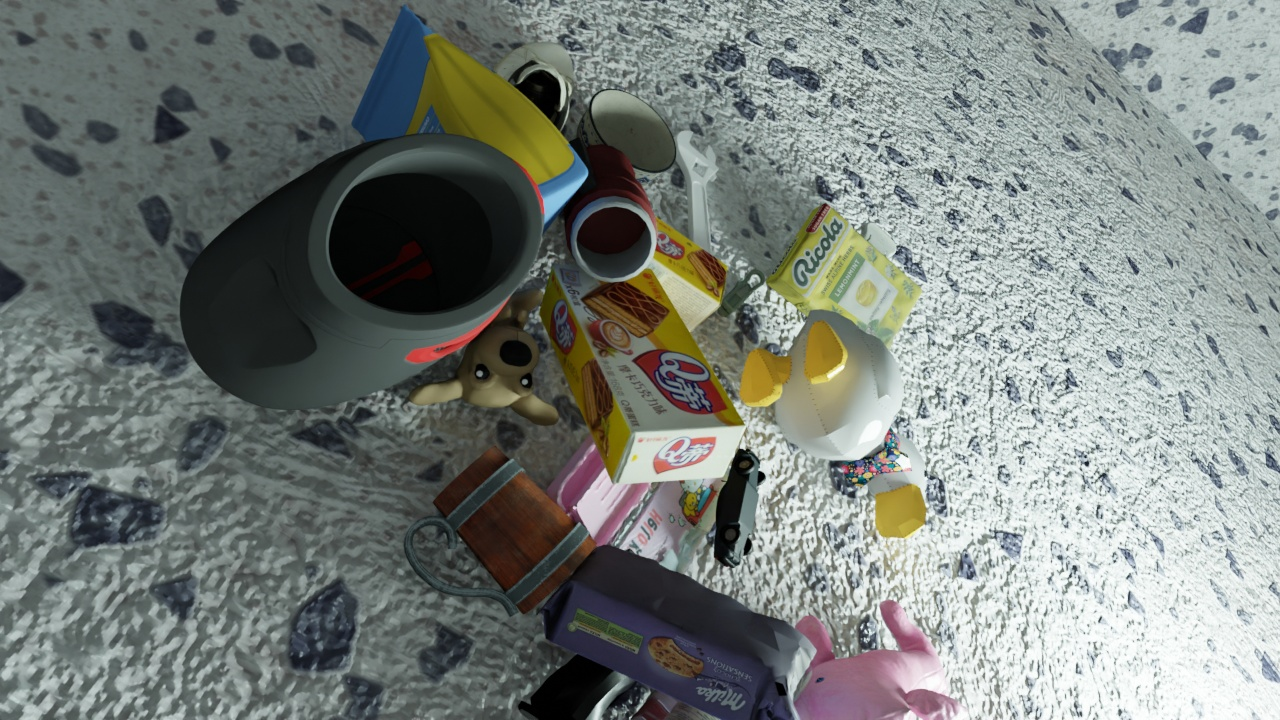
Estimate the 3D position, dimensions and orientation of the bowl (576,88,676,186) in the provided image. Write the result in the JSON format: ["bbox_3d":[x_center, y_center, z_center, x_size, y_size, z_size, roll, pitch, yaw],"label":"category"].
[{"bbox_3d":[-0.023,-0.243,1.040,0.115,0.059,0.115,20,52,-27],"label":"bowl"}]

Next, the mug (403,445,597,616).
[{"bbox_3d":[-0.112,0.140,0.711,0.111,0.082,0.117,47,64,2],"label":"mug"}]

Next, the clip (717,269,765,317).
[{"bbox_3d":[0.115,-0.077,1.064,0.023,0.035,0.074,49,50,-4],"label":"clip"}]

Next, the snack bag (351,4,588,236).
[{"bbox_3d":[-0.168,-0.183,0.815,0.205,0.159,0.102,49,46,1],"label":"snack bag"}]

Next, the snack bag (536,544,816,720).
[{"bbox_3d":[0.032,0.208,0.705,0.205,0.058,0.096,20,18,12],"label":"snack bag"}]

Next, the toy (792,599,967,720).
[{"bbox_3d":[0.224,0.308,0.824,0.265,0.128,0.186,-4,69,-48],"label":"toy"}]

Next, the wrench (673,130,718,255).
[{"bbox_3d":[0.069,-0.169,1.095,0.066,0.018,0.272,18,54,-28],"label":"wrench"}]

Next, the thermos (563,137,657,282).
[{"bbox_3d":[-0.039,-0.159,0.893,0.198,0.084,0.108,-103,167,-62],"label":"thermos"}]

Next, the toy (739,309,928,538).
[{"bbox_3d":[0.227,0.051,0.996,0.267,0.141,0.246,35,42,-40],"label":"toy"}]

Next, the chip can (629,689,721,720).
[{"bbox_3d":[0.038,0.289,0.723,0.228,0.080,0.080,-31,83,-47],"label":"chip can"}]

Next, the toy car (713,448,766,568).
[{"bbox_3d":[0.091,0.140,0.873,0.046,0.034,0.112,48,51,-52],"label":"toy car"}]

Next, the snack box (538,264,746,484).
[{"bbox_3d":[-0.005,0.005,0.821,0.110,0.062,0.230,0,40,-26],"label":"snack box"}]

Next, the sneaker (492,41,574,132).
[{"bbox_3d":[-0.113,-0.284,0.964,0.089,0.103,0.240,31,46,-18],"label":"sneaker"}]

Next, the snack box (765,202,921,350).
[{"bbox_3d":[0.258,-0.091,1.138,0.181,0.045,0.121,38,75,-12],"label":"snack box"}]

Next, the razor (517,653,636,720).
[{"bbox_3d":[-0.026,0.246,0.721,0.155,0.057,0.060,-32,128,-47],"label":"razor"}]

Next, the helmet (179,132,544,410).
[{"bbox_3d":[-0.209,-0.062,0.690,0.263,0.170,0.164,-34,98,-35],"label":"helmet"}]

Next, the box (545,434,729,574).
[{"bbox_3d":[0.005,0.116,0.843,0.154,0.045,0.200,59,42,-17],"label":"box"}]

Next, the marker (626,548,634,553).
[{"bbox_3d":[0.024,0.206,0.791,0.138,0.016,0.022,49,28,-25],"label":"marker"}]

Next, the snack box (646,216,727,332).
[{"bbox_3d":[0.024,-0.083,0.954,0.105,0.084,0.061,33,45,-16],"label":"snack box"}]

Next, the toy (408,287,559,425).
[{"bbox_3d":[-0.123,-0.010,0.786,0.134,0.106,0.108,12,66,-28],"label":"toy"}]

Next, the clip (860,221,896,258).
[{"bbox_3d":[0.301,-0.126,1.212,0.126,0.092,0.151,43,55,-11],"label":"clip"}]
